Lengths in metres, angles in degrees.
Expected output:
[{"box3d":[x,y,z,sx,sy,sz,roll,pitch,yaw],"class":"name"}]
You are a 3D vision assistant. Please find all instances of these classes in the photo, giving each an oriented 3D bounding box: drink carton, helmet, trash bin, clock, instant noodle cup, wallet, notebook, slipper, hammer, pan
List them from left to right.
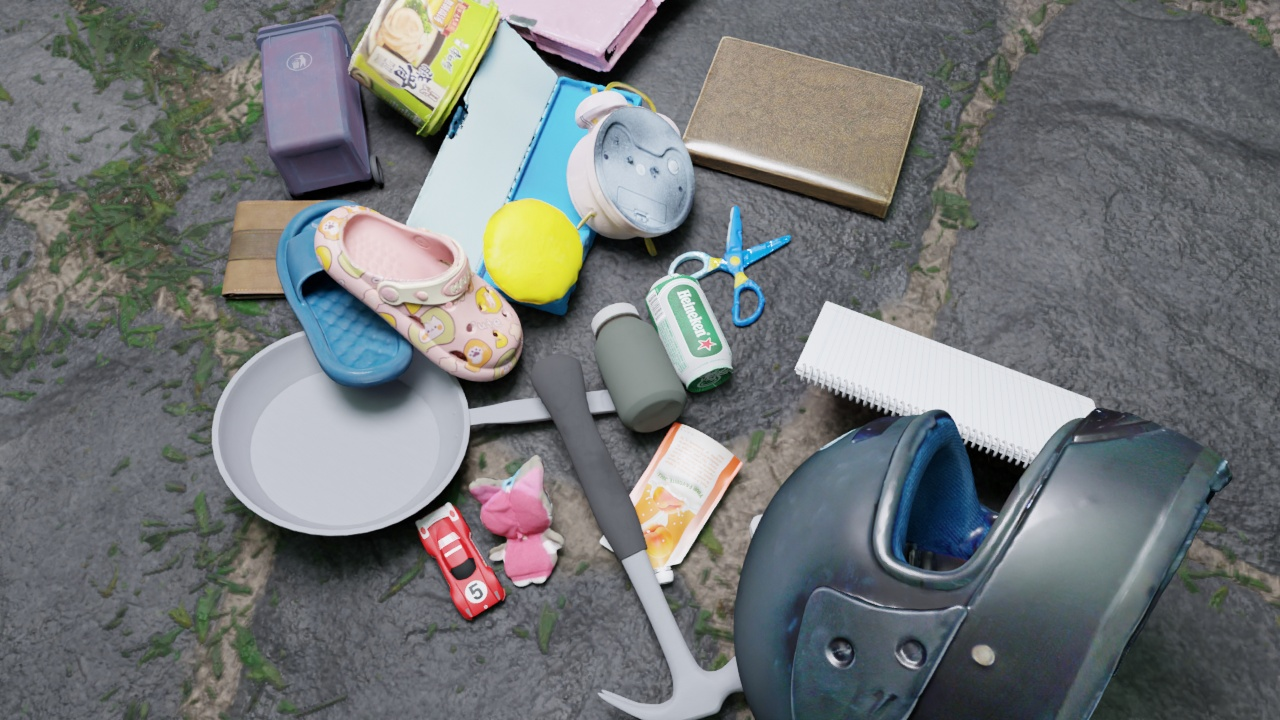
[{"box3d":[-0.330,-0.106,0.871,0.121,0.027,0.098,0,70,0],"class":"wallet"},{"box3d":[-0.318,-0.248,0.899,0.093,0.092,0.160,-13,63,-4],"class":"trash bin"},{"box3d":[-0.257,-0.067,0.797,0.103,0.059,0.213,-11,55,-20],"class":"slipper"},{"box3d":[-0.208,-0.298,0.872,0.098,0.146,0.146,29,67,-21],"class":"instant noodle cup"},{"box3d":[-0.170,-0.067,0.760,0.197,0.082,0.093,38,45,-16],"class":"slipper"},{"box3d":[-0.169,0.053,0.781,0.356,0.051,0.200,-2,56,-16],"class":"pan"},{"box3d":[-0.018,0.136,0.734,0.125,0.029,0.310,-25,75,-2],"class":"hammer"},{"box3d":[-0.011,-0.184,0.844,0.116,0.059,0.157,13,73,-38],"class":"clock"},{"box3d":[0.026,0.119,0.763,0.069,0.039,0.122,31,77,14],"class":"drink carton"},{"box3d":[0.150,-0.216,0.900,0.215,0.034,0.189,19,70,9],"class":"notebook"},{"box3d":[0.191,0.151,0.606,0.236,0.248,0.317,29,109,31],"class":"helmet"},{"box3d":[0.255,0.023,0.745,0.246,0.013,0.177,22,26,10],"class":"notebook"}]

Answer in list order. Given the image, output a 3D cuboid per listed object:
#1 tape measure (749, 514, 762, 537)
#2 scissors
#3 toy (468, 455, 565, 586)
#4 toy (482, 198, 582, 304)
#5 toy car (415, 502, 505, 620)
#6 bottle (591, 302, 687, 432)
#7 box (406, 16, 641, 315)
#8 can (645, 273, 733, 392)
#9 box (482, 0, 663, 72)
[{"box3d":[0.127,0.152,0.752,0.064,0.017,0.065,-12,67,-3],"class":"tape measure"},{"box3d":[0.081,-0.090,0.861,0.127,0.015,0.125,5,68,1],"class":"scissors"},{"box3d":[-0.099,0.131,0.752,0.065,0.050,0.102,-14,101,-5],"class":"toy"},{"box3d":[-0.092,-0.095,0.796,0.095,0.041,0.094,-27,96,-31],"class":"toy"},{"box3d":[-0.147,0.164,0.749,0.038,0.025,0.089,-30,69,-11],"class":"toy car"},{"box3d":[-0.005,0.005,0.786,0.060,0.060,0.108,-20,57,-7],"class":"bottle"},{"box3d":[-0.108,-0.178,0.872,0.170,0.071,0.243,26,68,-18],"class":"box"},{"box3d":[0.042,-0.026,0.810,0.053,0.053,0.101,-20,67,-7],"class":"can"},{"box3d":[-0.076,-0.400,0.958,0.233,0.039,0.178,28,70,27],"class":"box"}]
